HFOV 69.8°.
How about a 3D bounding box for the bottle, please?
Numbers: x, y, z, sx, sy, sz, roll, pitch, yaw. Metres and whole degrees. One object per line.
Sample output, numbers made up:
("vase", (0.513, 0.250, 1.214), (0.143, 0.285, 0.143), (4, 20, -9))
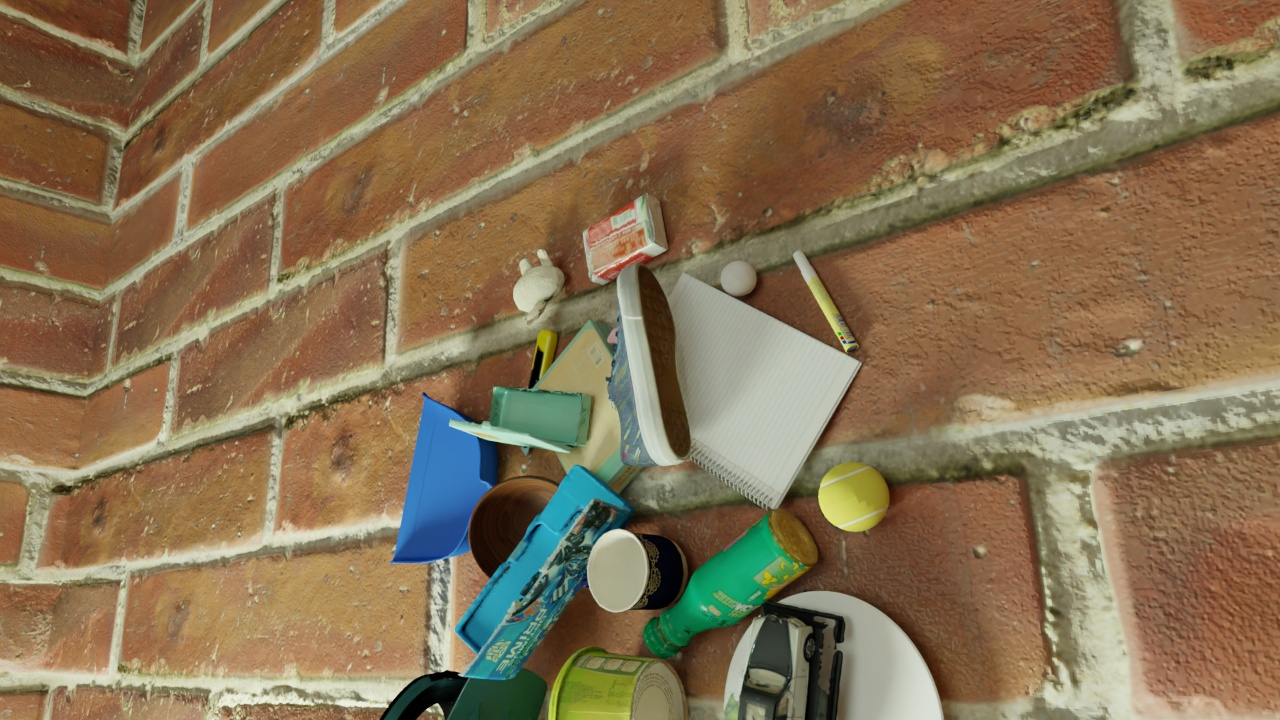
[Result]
("bottle", (0.085, 0.237, 0.943), (0.210, 0.068, 0.068), (-44, 53, 25))

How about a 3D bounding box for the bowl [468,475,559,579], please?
("bowl", (-0.132, 0.207, 1.135), (0.147, 0.068, 0.147), (1, 98, 3))

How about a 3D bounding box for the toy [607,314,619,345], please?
("toy", (0.012, -0.027, 1.095), (0.109, 0.041, 0.095), (22, 88, 32))

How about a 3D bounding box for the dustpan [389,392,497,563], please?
("dustpan", (-0.228, 0.179, 1.248), (0.258, 0.059, 0.245), (8, 85, 24))

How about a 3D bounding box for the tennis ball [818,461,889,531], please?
("tennis ball", (0.202, 0.129, 0.868), (0.065, 0.065, 0.065), (-13, 70, 40))

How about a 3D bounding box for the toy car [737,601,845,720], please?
("toy car", (0.125, 0.323, 0.840), (0.094, 0.071, 0.191), (1, 78, 41))

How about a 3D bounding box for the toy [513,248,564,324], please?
("toy", (-0.140, -0.096, 1.250), (0.087, 0.050, 0.112), (-27, 65, 35))

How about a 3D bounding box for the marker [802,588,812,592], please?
("marker", (0.136, 0.282, 0.920), (0.018, 0.015, 0.134), (40, 107, 21))

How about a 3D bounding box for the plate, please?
("plate", (0.179, 0.334, 0.856), (0.230, 0.030, 0.229), (-13, 70, 40))

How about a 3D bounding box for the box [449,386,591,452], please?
("box", (-0.156, 0.070, 1.136), (0.188, 0.092, 0.077), (4, 87, 48))

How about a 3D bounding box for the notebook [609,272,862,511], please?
("notebook", (0.092, 0.027, 0.997), (0.246, 0.013, 0.178), (31, 93, 35))

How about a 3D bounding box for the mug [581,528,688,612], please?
("mug", (-0.006, 0.236, 1.011), (0.112, 0.089, 0.085), (-26, 62, 35))

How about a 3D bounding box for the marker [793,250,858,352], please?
("marker", (0.193, -0.064, 0.963), (0.014, 0.014, 0.132), (-41, 55, 27))

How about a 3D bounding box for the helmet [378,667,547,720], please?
("helmet", (-0.222, 0.494, 1.089), (0.201, 0.176, 0.274), (-5, 61, 46))

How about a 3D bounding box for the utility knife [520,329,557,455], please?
("utility knife", (-0.141, 0.043, 1.236), (0.029, 0.020, 0.172), (6, 84, 45))

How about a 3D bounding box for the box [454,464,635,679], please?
("box", (-0.122, 0.235, 1.022), (0.094, 0.115, 0.243), (37, 91, 23))

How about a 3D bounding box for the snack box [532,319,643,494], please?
("snack box", (-0.055, 0.065, 1.134), (0.142, 0.044, 0.193), (-49, 51, 22))

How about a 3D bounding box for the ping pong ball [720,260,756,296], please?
("ping pong ball", (0.110, -0.092, 1.028), (0.040, 0.040, 0.040), (-13, 70, 40))

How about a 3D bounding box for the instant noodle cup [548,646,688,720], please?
("instant noodle cup", (-0.018, 0.373, 0.957), (0.098, 0.146, 0.146), (-12, 70, 28))

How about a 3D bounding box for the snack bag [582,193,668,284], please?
("snack bag", (-0.021, -0.153, 1.167), (0.116, 0.036, 0.077), (-25, 63, 35))

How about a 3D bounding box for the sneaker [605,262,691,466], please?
("sneaker", (-0.006, 0.006, 1.007), (0.079, 0.087, 0.235), (-19, 68, 27))
